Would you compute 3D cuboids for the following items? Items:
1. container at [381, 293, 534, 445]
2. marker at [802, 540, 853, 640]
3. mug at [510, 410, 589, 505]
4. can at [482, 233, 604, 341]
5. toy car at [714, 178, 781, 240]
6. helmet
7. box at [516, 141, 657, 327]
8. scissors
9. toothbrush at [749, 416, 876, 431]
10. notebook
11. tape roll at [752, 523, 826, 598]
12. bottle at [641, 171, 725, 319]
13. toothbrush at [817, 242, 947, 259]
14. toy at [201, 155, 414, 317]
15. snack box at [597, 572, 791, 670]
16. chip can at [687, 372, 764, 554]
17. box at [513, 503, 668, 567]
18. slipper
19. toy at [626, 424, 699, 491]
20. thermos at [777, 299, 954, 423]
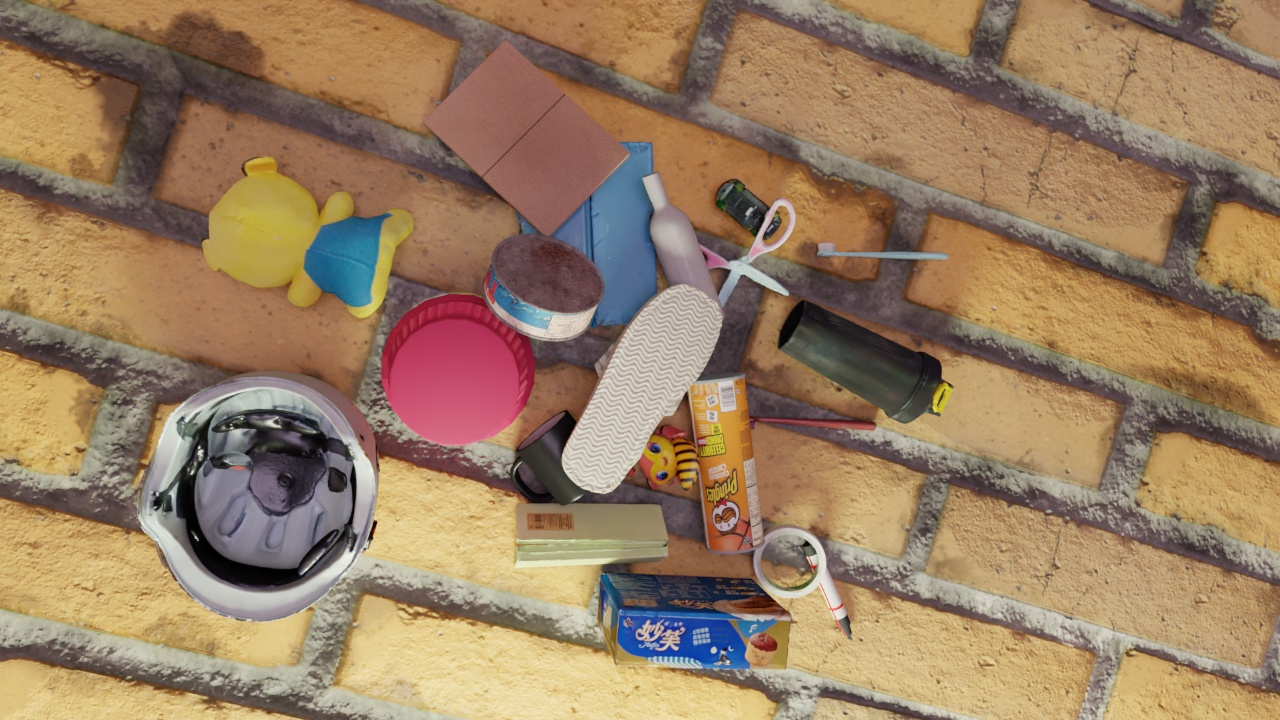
[{"bbox_3d":[-0.201,0.016,1.010,0.183,0.226,0.183,-1,93,-10],"label":"container"},{"bbox_3d":[0.250,0.305,1.209,0.019,0.019,0.145,-25,97,-8],"label":"marker"},{"bbox_3d":[-0.106,0.127,1.115,0.114,0.078,0.088,-34,99,21],"label":"mug"},{"bbox_3d":[-0.108,-0.083,1.025,0.130,0.129,0.044,19,131,-10],"label":"can"},{"bbox_3d":[0.135,-0.190,1.151,0.091,0.036,0.042,35,106,-12],"label":"toy car"},{"bbox_3d":[-0.403,0.138,1.015,0.236,0.163,0.264,8,98,-6],"label":"helmet"},{"bbox_3d":[-0.064,-0.155,1.110,0.177,0.048,0.231,-3,91,-7],"label":"box"},{"bbox_3d":[0.119,-0.135,1.144,0.170,0.013,0.173,29,107,-2],"label":"scissors"},{"bbox_3d":[0.216,0.084,1.193,0.189,0.016,0.016,3,97,-10],"label":"toothbrush"},{"bbox_3d":[-0.135,-0.262,1.084,0.209,0.008,0.141,44,86,8],"label":"notebook"},{"bbox_3d":[0.192,0.259,1.186,0.094,0.018,0.094,1,99,5],"label":"tape roll"},{"bbox_3d":[0.046,-0.134,1.118,0.052,0.052,0.195,-24,106,-8],"label":"bottle"},{"bbox_3d":[0.317,-0.141,1.199,0.180,0.016,0.016,2,84,-9],"label":"toothbrush"},{"bbox_3d":[-0.382,-0.138,1.044,0.214,0.084,0.149,20,88,-13],"label":"toy"},{"bbox_3d":[0.059,0.312,1.108,0.202,0.155,0.069,5,91,-11],"label":"snack box"},{"bbox_3d":[0.106,0.126,1.146,0.075,0.075,0.215,-8,94,-10],"label":"chip can"},{"bbox_3d":[-0.062,0.223,1.125,0.188,0.077,0.090,3,92,-11],"label":"box"},{"bbox_3d":[-0.001,0.032,1.085,0.114,0.054,0.272,36,81,-15],"label":"slipper"},{"bbox_3d":[0.033,0.123,1.136,0.046,0.104,0.084,16,85,-52],"label":"toy"},{"bbox_3d":[0.286,0.004,1.163,0.221,0.098,0.098,28,88,-7],"label":"thermos"}]
